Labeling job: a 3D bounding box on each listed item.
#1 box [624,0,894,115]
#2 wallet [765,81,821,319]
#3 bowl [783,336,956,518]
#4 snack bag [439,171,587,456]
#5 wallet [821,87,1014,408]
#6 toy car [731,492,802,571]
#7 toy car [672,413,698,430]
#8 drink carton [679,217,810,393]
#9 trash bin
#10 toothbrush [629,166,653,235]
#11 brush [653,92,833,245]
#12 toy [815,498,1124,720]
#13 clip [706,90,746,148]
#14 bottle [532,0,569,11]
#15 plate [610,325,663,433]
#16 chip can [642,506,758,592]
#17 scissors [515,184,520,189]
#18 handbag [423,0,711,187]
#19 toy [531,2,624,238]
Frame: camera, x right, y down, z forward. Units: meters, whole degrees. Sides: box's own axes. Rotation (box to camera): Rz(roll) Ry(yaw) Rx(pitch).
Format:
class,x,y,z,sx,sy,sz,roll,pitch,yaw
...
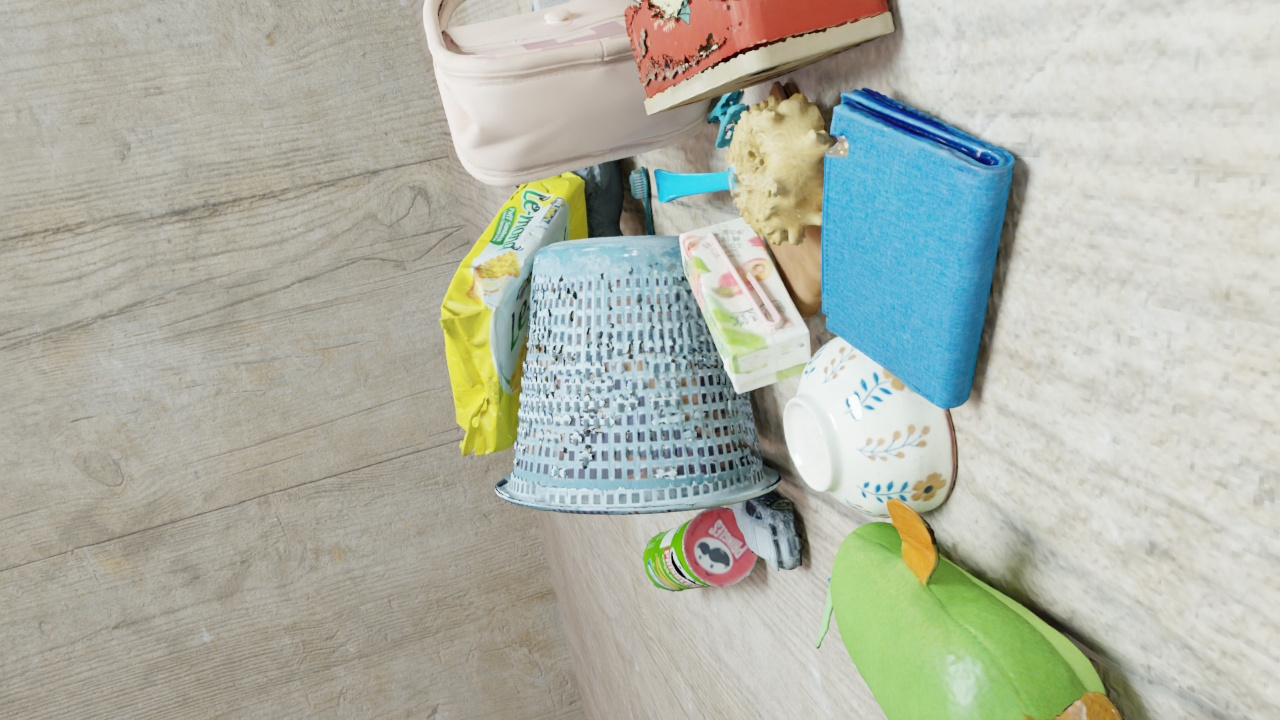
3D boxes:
class,x,y,z,sx,sy,sz,roll,pitch,yaw
box,0.051,-0.189,0.490,0.168,0.091,0.079,-157,49,-72
wallet,0.096,-0.098,0.569,0.101,0.020,0.115,104,150,-64
bowl,0.122,0.040,0.530,0.113,0.062,0.113,164,91,-78
snack bag,-0.109,-0.047,0.806,0.245,0.068,0.158,-66,-18,-48
wallet,0.129,-0.055,0.448,0.106,0.040,0.133,46,150,46
toy car,0.100,0.134,0.769,0.120,0.036,0.054,-139,35,-71
toy car,0.055,0.060,0.847,0.035,0.042,0.090,-2,107,30
drink carton,0.066,-0.040,0.599,0.045,0.053,0.122,76,177,-46
trash bin,-0.004,0.004,0.728,0.227,0.226,0.195,-171,79,-75
toothbrush,0.008,-0.099,0.907,0.016,0.018,0.192,-125,24,-56
brush,0.050,-0.116,0.586,0.255,0.045,0.083,-157,54,-70
toy,0.161,0.158,0.451,0.246,0.090,0.227,-127,14,-64
clip,0.060,-0.169,0.638,0.056,0.014,0.041,133,120,-76
bottle,-0.064,-0.332,0.816,0.068,0.068,0.189,153,107,-76
plate,-0.012,-0.010,0.991,0.205,0.045,0.205,165,91,-81
chip can,0.055,0.198,0.939,0.236,0.072,0.072,121,131,-72
scissors,-0.101,-0.149,0.914,0.145,0.014,0.172,62,-169,11
handbag,-0.071,-0.239,0.679,0.094,0.193,0.234,93,153,-45
toy,-0.064,-0.218,0.914,0.138,0.091,0.356,-15,89,67
